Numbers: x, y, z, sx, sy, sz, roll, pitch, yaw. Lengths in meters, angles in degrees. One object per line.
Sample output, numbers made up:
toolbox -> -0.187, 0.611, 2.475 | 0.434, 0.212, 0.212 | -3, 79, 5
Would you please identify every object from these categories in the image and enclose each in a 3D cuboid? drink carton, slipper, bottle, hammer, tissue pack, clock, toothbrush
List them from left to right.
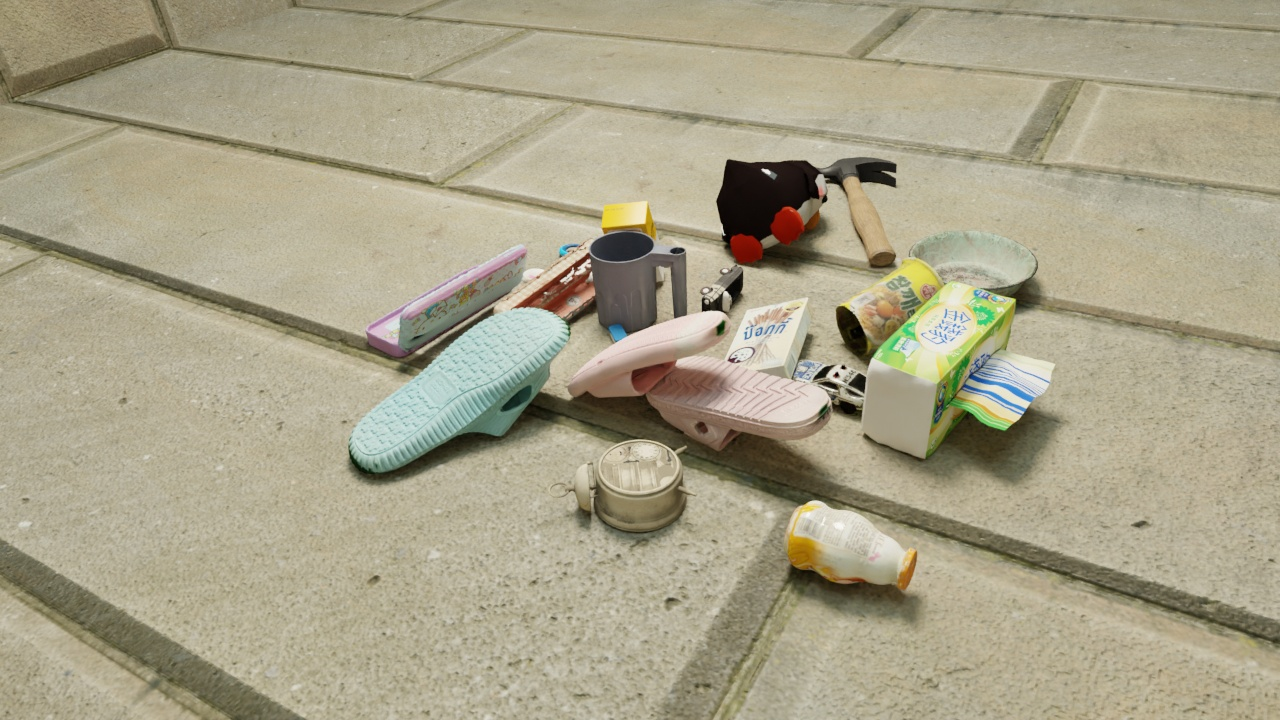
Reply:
slipper -> -0.195, 0.038, 1.017 | 0.275, 0.069, 0.116 | -37, 52, -12
clock -> -0.020, 0.118, 0.897 | 0.141, 0.055, 0.092 | -4, 35, -3
toothbrush -> -0.007, 0.006, 1.097 | 0.016, 0.014, 0.166 | -14, 40, -13
drink carton -> -0.007, -0.153, 1.227 | 0.059, 0.123, 0.040 | -3, 55, 13
slipper -> 0.010, -0.003, 0.999 | 0.222, 0.055, 0.106 | -21, 13, 43
slipper -> 0.097, 0.054, 0.966 | 0.094, 0.064, 0.240 | -34, 29, -33
bottle -> 0.182, 0.164, 0.798 | 0.109, 0.063, 0.062 | 16, 40, 27
hammer -> 0.336, -0.227, 1.369 | 0.132, 0.040, 0.304 | -6, 35, 5
tissue pack -> 0.340, 0.017, 0.954 | 0.141, 0.120, 0.197 | 25, 51, 34

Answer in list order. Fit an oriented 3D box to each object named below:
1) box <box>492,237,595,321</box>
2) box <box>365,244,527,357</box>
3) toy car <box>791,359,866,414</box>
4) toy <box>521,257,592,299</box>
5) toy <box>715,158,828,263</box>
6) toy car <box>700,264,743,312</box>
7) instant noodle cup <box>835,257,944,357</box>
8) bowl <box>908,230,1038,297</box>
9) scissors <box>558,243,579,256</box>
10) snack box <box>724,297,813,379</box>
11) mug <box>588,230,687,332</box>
box -> -0.107, -0.086, 1.175 | 0.186, 0.076, 0.055 | -41, 8, -29
box -> -0.245, -0.077, 1.200 | 0.213, 0.062, 0.140 | -38, 12, -38
toy car -> 0.211, 0.023, 1.018 | 0.113, 0.041, 0.048 | 19, 40, 31
toy -> -0.096, -0.116, 1.255 | 0.125, 0.037, 0.076 | -19, 42, -13
toy -> 0.196, -0.240, 1.314 | 0.159, 0.140, 0.183 | -26, 4, 40
toy car -> 0.108, -0.086, 1.185 | 0.037, 0.040, 0.092 | 20, 44, 27
instant noodle cup -> 0.294, -0.057, 1.082 | 0.108, 0.102, 0.102 | -24, 38, -11
bowl -> 0.428, -0.116, 1.192 | 0.157, 0.039, 0.157 | -3, 35, 2
scissors -> -0.066, -0.145, 1.318 | 0.140, 0.013, 0.113 | -6, 37, 2
snack box -> 0.149, -0.020, 1.078 | 0.082, 0.026, 0.149 | -11, 29, 29
mug -> 0.000, -0.098, 1.161 | 0.124, 0.104, 0.083 | 6, 36, 15
